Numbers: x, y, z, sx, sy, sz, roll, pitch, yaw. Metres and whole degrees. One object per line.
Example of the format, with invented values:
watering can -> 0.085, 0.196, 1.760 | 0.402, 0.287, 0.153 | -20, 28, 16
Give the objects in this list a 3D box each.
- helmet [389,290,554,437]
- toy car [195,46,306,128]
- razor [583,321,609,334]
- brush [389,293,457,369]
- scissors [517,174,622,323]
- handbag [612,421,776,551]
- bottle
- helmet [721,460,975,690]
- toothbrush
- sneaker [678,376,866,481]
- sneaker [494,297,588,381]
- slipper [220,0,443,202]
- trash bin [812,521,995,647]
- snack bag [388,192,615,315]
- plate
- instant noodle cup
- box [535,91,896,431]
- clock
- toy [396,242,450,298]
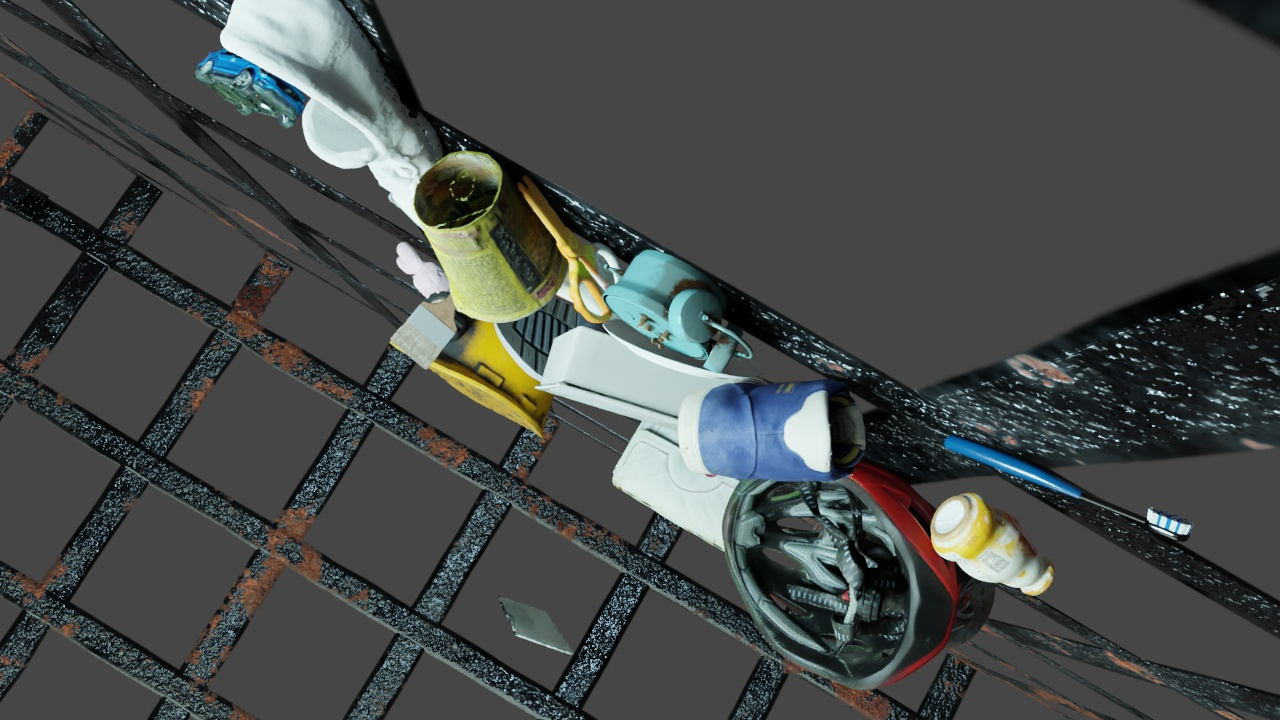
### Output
helmet -> -0.197, -0.010, 1.233 | 0.205, 0.131, 0.255 | 23, 167, 35
toy car -> -0.316, -0.227, 0.745 | 0.120, 0.043, 0.056 | 25, 169, 38
razor -> -0.006, 0.006, 0.996 | 0.143, 0.052, 0.047 | 38, 156, -16
brush -> -0.179, -0.060, 0.889 | 0.045, 0.143, 0.008 | 44, 165, -23
scissors -> -0.051, -0.089, 0.680 | 0.013, 0.070, 0.130 | -12, 123, 36
handbag -> 0.076, 0.155, 1.234 | 0.198, 0.141, 0.096 | 27, 168, 13
bottle -> 0.307, 0.162, 0.795 | 0.108, 0.063, 0.063 | 33, 170, -13
helmet -> 0.199, 0.199, 0.919 | 0.166, 0.217, 0.272 | -7, -163, -40
toothbrush -> 0.277, 0.081, 0.611 | 0.014, 0.014, 0.168 | -6, -160, -39
sneaker -> 0.132, 0.052, 0.747 | 0.119, 0.091, 0.232 | -5, 172, 26
sneaker -> -0.075, 0.002, 1.057 | 0.239, 0.088, 0.124 | 31, 168, -22
slipper -> -0.202, -0.172, 0.636 | 0.112, 0.074, 0.247 | 44, 176, 14
trash bin -> 0.293, 0.247, 1.077 | 0.131, 0.130, 0.211 | 33, 169, -16
snack bag -> -0.118, -0.103, 0.802 | 0.225, 0.041, 0.077 | 27, 170, 28
plate -> 0.033, -0.006, 0.745 | 0.134, 0.011, 0.134 | 16, -168, -4
instant noodle cup -> -0.116, -0.094, 0.680 | 0.102, 0.102, 0.108 | 26, 163, 25
box -> 0.069, -0.108, 0.910 | 0.171, 0.403, 0.169 | 32, 170, -10
clock -> 0.030, -0.034, 0.661 | 0.124, 0.053, 0.090 | 25, 170, 33
toy -> -0.287, -0.113, 1.242 | 0.110, 0.047, 0.064 | 42, 167, -2
